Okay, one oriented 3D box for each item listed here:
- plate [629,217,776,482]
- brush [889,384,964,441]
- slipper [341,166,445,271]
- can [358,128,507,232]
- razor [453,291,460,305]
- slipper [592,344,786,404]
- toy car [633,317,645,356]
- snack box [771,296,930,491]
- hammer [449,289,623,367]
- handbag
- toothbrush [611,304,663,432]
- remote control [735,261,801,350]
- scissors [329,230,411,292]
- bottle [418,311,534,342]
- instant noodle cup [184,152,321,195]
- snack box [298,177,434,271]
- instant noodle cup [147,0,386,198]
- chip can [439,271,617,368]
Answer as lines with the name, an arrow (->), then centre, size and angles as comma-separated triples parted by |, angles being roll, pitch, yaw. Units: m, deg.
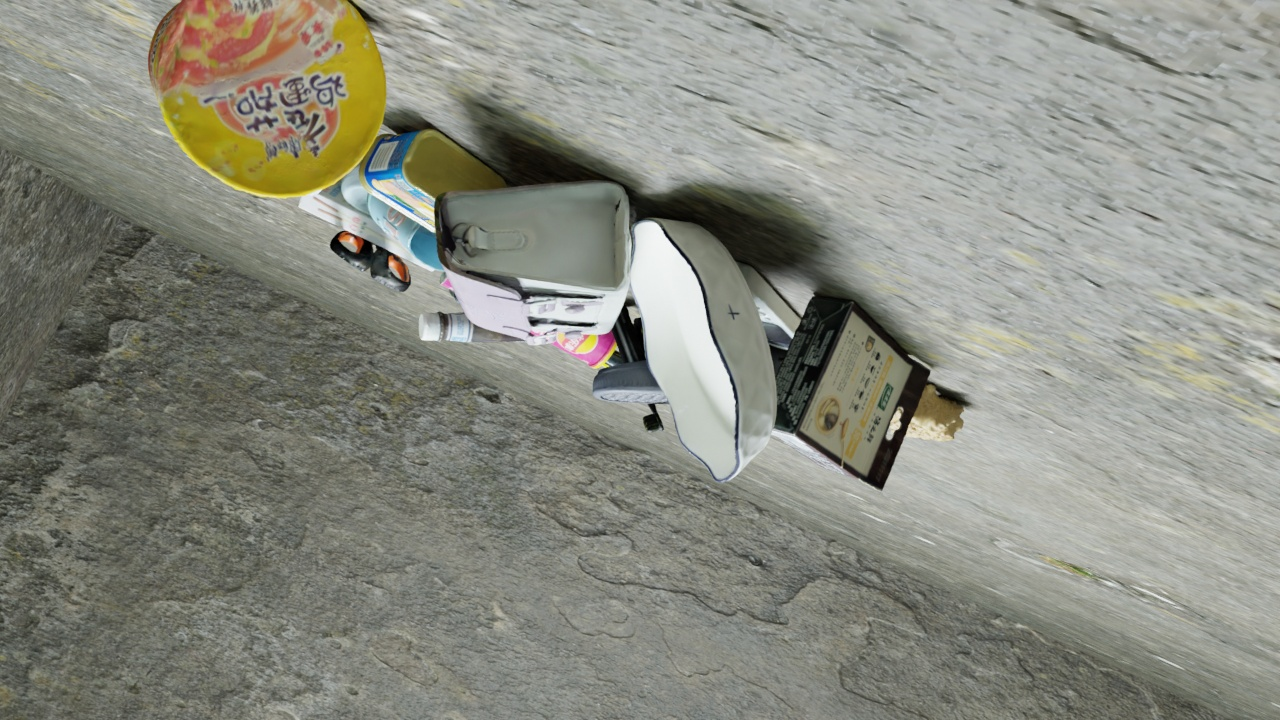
plate -> 0.046, -0.012, 0.694 | 0.045, 0.205, 0.205 | -18, 179, -13
brush -> 0.229, 0.045, 0.915 | 0.083, 0.046, 0.255 | 23, 175, -12
slipper -> -0.192, -0.126, 0.915 | 0.245, 0.074, 0.104 | 20, 170, 20
can -> -0.175, -0.152, 0.785 | 0.102, 0.057, 0.083 | 32, 166, -38
razor -> -0.151, -0.076, 1.155 | 0.167, 0.062, 0.068 | 16, 150, 16
slipper -> 0.082, 0.002, 0.876 | 0.267, 0.083, 0.111 | 2, 170, -25
toy car -> 0.044, -0.001, 0.997 | 0.156, 0.041, 0.071 | 36, 141, 41
snack box -> 0.164, 0.028, 0.732 | 0.053, 0.113, 0.125 | 16, 167, 46
hammer -> -0.121, -0.040, 1.329 | 0.323, 0.032, 0.126 | 28, 171, -17
handbag -> -0.085, -0.073, 0.752 | 0.145, 0.098, 0.197 | 2, 171, -4
toothbrush -> -0.006, 0.006, 0.957 | 0.212, 0.027, 0.026 | -109, 7, -52
remote control -> 0.098, -0.045, 0.783 | 0.058, 0.021, 0.150 | 17, 167, 39
scissors -> -0.309, -0.146, 1.035 | 0.141, 0.022, 0.235 | 26, -163, -43
bottle -> -0.190, -0.044, 1.203 | 0.194, 0.044, 0.080 | 0, -173, -25
instant noodle cup -> -0.333, -0.202, 0.824 | 0.099, 0.099, 0.109 | 17, 176, 41
snack box -> -0.286, -0.156, 1.009 | 0.156, 0.027, 0.084 | 26, -157, -11
instant noodle cup -> -0.252, -0.185, 0.602 | 0.138, 0.138, 0.110 | 33, 177, -42
chip can -> -0.124, -0.069, 1.061 | 0.210, 0.071, 0.071 | 29, 170, -22
